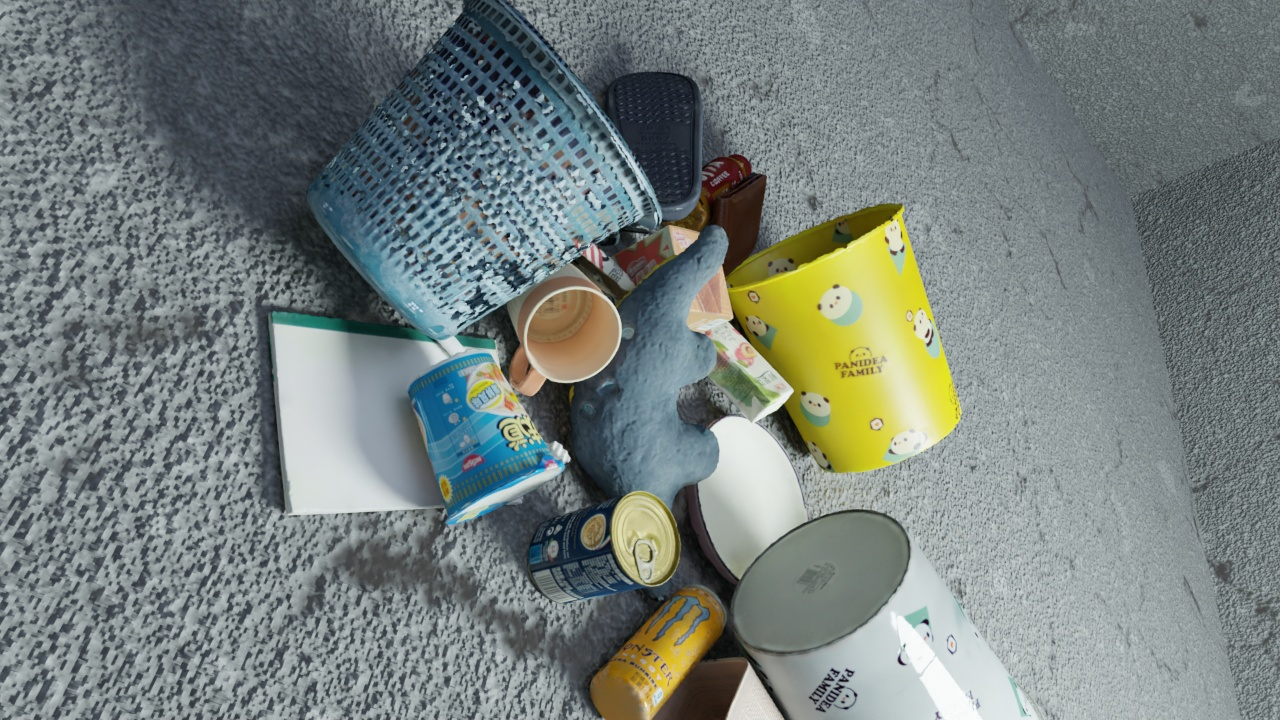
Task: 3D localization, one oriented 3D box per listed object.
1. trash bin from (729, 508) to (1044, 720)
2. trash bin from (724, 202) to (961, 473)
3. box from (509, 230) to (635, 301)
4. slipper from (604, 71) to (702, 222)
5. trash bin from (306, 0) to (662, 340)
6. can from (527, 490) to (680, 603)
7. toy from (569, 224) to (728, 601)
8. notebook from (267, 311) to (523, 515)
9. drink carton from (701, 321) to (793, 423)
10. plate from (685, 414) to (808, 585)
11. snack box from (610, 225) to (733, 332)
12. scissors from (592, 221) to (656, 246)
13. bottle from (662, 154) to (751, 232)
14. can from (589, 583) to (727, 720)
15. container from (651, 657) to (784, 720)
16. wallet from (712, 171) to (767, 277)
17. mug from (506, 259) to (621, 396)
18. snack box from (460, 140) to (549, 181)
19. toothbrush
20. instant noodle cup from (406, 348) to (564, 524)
[{"bbox_3d":[0.225,0.295,0.869,0.252,0.230,0.228,57,40,-19],"label":"trash bin"},{"bbox_3d":[0.244,-0.023,1.080,0.228,0.230,0.255,-39,107,-50],"label":"trash bin"},{"bbox_3d":[-0.077,-0.079,0.872,0.163,0.076,0.086,37,86,-32],"label":"box"},{"bbox_3d":[0.012,-0.229,1.023,0.110,0.083,0.267,3,48,-5],"label":"slipper"},{"bbox_3d":[-0.129,-0.130,0.690,0.226,0.195,0.226,50,-2,2],"label":"trash bin"},{"bbox_3d":[-0.033,0.156,0.756,0.075,0.111,0.075,22,57,-39],"label":"can"},{"bbox_3d":[0.004,0.041,0.843,0.137,0.091,0.356,8,86,-21],"label":"toy"},{"bbox_3d":[-0.184,0.043,0.717,0.208,0.012,0.150,7,65,-48],"label":"notebook"},{"bbox_3d":[0.103,0.009,1.004,0.122,0.046,0.053,48,38,16],"label":"drink carton"},{"bbox_3d":[0.108,0.154,0.973,0.192,0.039,0.192,24,55,-40],"label":"plate"},{"bbox_3d":[0.029,-0.075,0.953,0.077,0.093,0.094,4,69,-47],"label":"snack box"},{"bbox_3d":[-0.028,-0.137,0.952,0.165,0.014,0.162,17,20,-21],"label":"scissors"},{"bbox_3d":[0.085,-0.205,1.109,0.057,0.058,0.174,57,40,-11],"label":"bottle"},{"bbox_3d":[0.019,0.257,0.805,0.145,0.058,0.058,-32,97,-51],"label":"can"},{"bbox_3d":[0.075,0.336,0.808,0.111,0.090,0.089,56,40,-17],"label":"container"},{"bbox_3d":[0.114,-0.164,1.097,0.124,0.032,0.101,-43,145,-53],"label":"wallet"},{"bbox_3d":[-0.078,-0.026,0.799,0.081,0.115,0.106,28,11,-25],"label":"mug"},{"bbox_3d":[-0.096,-0.189,0.882,0.174,0.074,0.051,-11,81,-50],"label":"snack box"},{"bbox_3d":[-0.121,0.026,0.778,0.180,0.016,0.016,50,33,-18],"label":"toothbrush"},{"bbox_3d":[-0.124,0.055,0.702,0.099,0.099,0.110,-12,71,-50],"label":"instant noodle cup"}]
